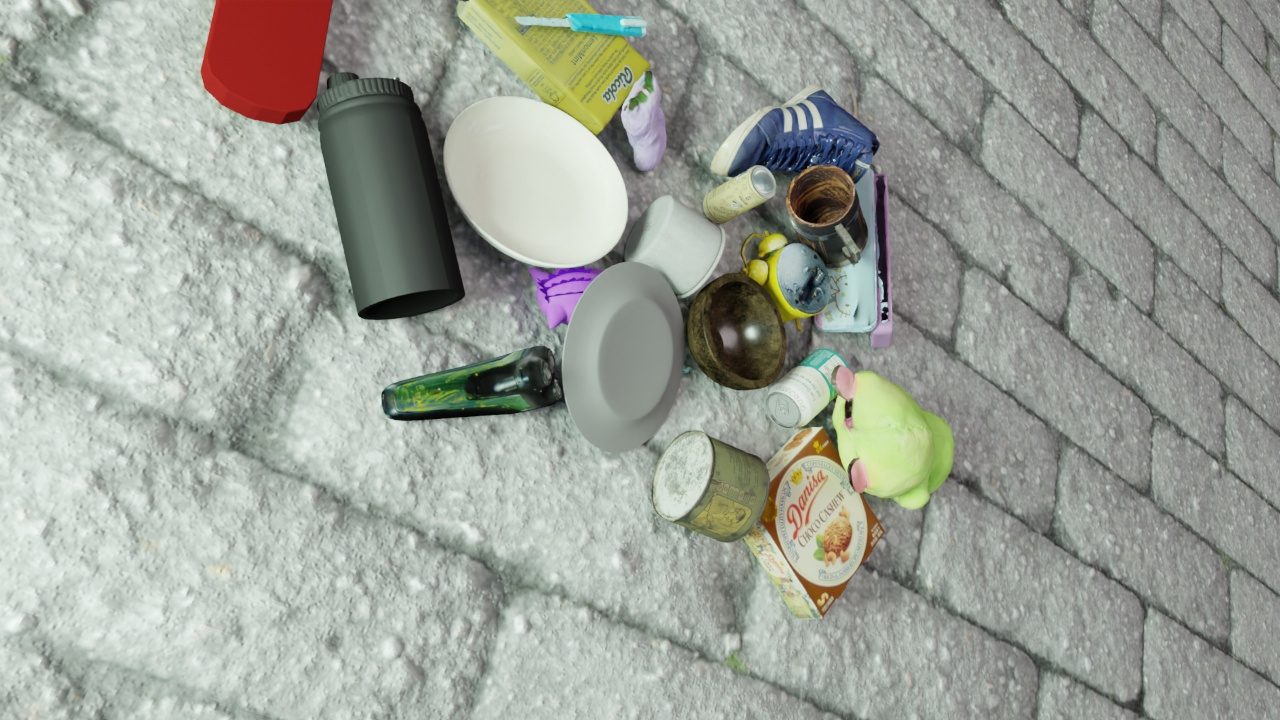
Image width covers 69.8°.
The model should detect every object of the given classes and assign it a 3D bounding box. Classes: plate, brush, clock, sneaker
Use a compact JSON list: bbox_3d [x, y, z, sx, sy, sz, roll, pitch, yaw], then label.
[{"bbox_3d":[-0.007,-0.002,0.853,0.178,0.012,0.178,-12,105,-50],"label":"plate"},{"bbox_3d":[-0.300,-0.272,0.742,0.082,0.042,0.173,14,69,-33],"label":"brush"},{"bbox_3d":[-0.099,-0.159,0.849,0.182,0.034,0.182,14,60,-25],"label":"plate"},{"bbox_3d":[0.157,-0.093,1.017,0.119,0.057,0.083,45,56,-18],"label":"clock"},{"bbox_3d":[0.185,-0.228,1.035,0.118,0.092,0.232,42,43,9],"label":"sneaker"}]

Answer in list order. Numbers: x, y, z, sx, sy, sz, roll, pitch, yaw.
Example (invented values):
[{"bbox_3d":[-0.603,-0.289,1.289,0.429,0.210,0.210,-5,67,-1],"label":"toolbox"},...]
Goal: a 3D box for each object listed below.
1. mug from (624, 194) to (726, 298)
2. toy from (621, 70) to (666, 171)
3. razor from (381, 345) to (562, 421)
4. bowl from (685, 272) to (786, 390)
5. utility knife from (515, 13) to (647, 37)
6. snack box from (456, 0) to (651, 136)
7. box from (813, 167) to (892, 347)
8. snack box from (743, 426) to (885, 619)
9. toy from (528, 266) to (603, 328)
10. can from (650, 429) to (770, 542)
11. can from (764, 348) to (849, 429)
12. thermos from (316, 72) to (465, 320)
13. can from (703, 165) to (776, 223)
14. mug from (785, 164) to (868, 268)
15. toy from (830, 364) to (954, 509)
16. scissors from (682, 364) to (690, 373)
[{"bbox_3d":[0.026,-0.102,0.917,0.070,0.084,0.113,30,93,-23],"label":"mug"},{"bbox_3d":[0.006,-0.246,0.939,0.100,0.036,0.080,76,29,-55],"label":"toy"},{"bbox_3d":[-0.138,0.022,0.766,0.151,0.067,0.054,-8,81,-29],"label":"razor"},{"bbox_3d":[0.089,-0.024,0.947,0.121,0.056,0.121,13,69,-38],"label":"bowl"},{"bbox_3d":[-0.055,-0.332,0.896,0.166,0.015,0.022,-13,81,-42],"label":"utility knife"},{"bbox_3d":[-0.086,-0.316,0.911,0.181,0.045,0.121,41,54,-18],"label":"snack box"},{"bbox_3d":[0.256,-0.123,1.117,0.090,0.091,0.214,56,35,-68],"label":"box"},{"bbox_3d":[0.177,0.169,0.967,0.142,0.041,0.147,-39,101,-37],"label":"snack box"},{"bbox_3d":[-0.057,-0.061,0.851,0.088,0.056,0.106,-7,56,-24],"label":"toy"},{"bbox_3d":[0.066,0.119,0.869,0.074,0.090,0.089,26,63,-29],"label":"can"},{"bbox_3d":[0.183,0.031,1.002,0.101,0.055,0.055,-35,98,-38],"label":"can"},{"bbox_3d":[-0.207,-0.140,0.745,0.086,0.086,0.198,-10,83,-38],"label":"thermos"},{"bbox_3d":[0.105,-0.177,0.988,0.038,0.080,0.038,11,71,-34],"label":"can"},{"bbox_3d":[0.217,-0.147,1.022,0.115,0.080,0.107,62,9,24],"label":"mug"},{"bbox_3d":[0.280,0.087,1.004,0.196,0.107,0.150,22,60,-60],"label":"toy"},{"bbox_3d":[-0.003,0.007,0.902,0.139,0.013,0.118,17,67,-33],"label":"scissors"}]
